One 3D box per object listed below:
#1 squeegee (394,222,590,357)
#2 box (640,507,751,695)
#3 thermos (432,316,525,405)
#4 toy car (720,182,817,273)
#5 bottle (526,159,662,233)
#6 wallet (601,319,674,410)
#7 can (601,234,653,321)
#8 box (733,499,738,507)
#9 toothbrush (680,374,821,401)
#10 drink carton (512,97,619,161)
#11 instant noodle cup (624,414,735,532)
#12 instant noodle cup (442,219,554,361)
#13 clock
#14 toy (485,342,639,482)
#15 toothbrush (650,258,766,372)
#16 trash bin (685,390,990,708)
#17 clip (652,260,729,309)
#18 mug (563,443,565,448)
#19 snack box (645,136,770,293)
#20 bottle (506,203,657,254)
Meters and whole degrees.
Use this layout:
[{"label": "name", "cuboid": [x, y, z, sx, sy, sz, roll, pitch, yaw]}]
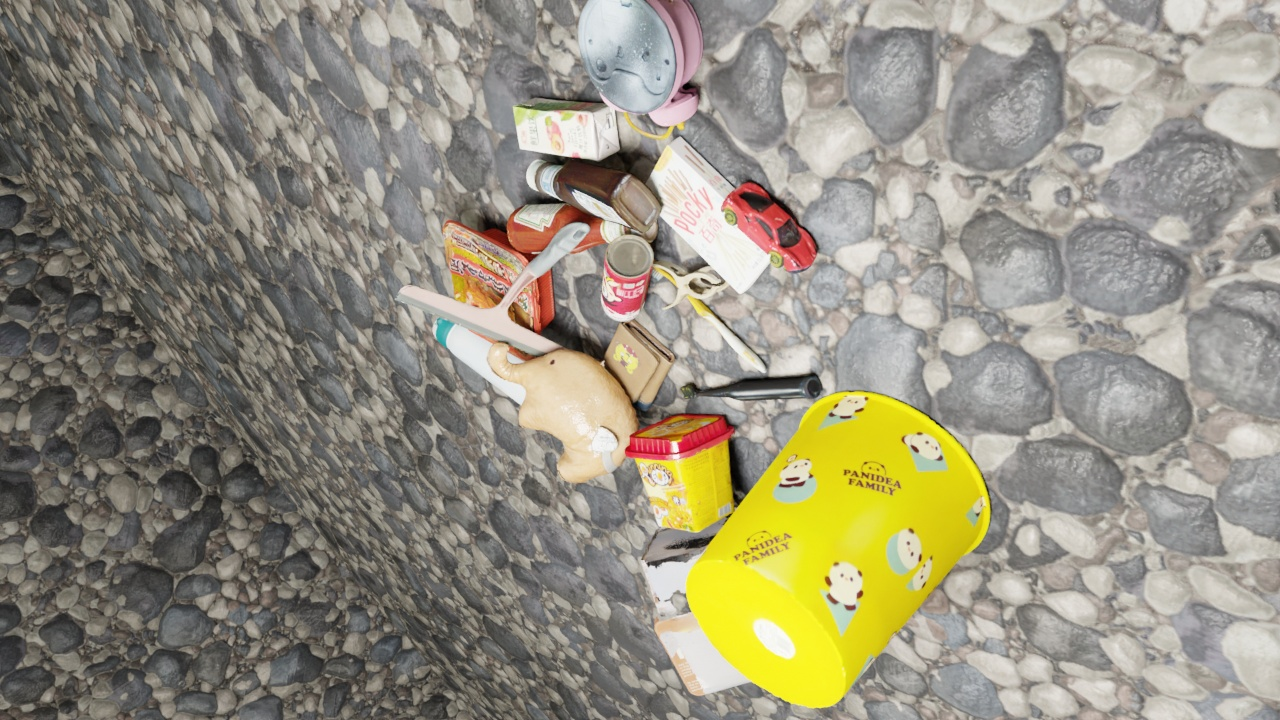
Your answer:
[{"label": "squeegee", "cuboid": [-0.129, -0.102, 1.105, 0.247, 0.040, 0.250, 24, 140, -26]}, {"label": "box", "cuboid": [0.119, 0.296, 1.124, 0.183, 0.156, 0.192, -17, 97, 14]}, {"label": "thermos", "cuboid": [-0.222, -0.003, 1.391, 0.224, 0.073, 0.073, 34, 143, 22]}, {"label": "toy car", "cuboid": [0.128, -0.130, 0.894, 0.106, 0.049, 0.031, 46, 147, 8]}, {"label": "bottle", "cuboid": [-0.061, -0.190, 1.013, 0.195, 0.044, 0.080, 26, 169, 47]}, {"label": "wallet", "cuboid": [-0.007, 0.007, 1.190, 0.090, 0.033, 0.116, 43, 141, 12]}, {"label": "can", "cuboid": [-0.017, -0.092, 1.058, 0.053, 0.053, 0.133, 43, 163, 10]}, {"label": "box", "cuboid": [0.096, 0.225, 1.274, 0.075, 0.080, 0.164, 14, 139, -3]}, {"label": "toothbrush", "cuboid": [0.121, 0.035, 1.076, 0.213, 0.026, 0.027, -5, 127, 51]}, {"label": "drink carton", "cuboid": [-0.082, -0.257, 1.012, 0.123, 0.045, 0.054, 18, 129, 37]}, {"label": "instant noodle cup", "cuboid": [0.057, 0.141, 1.149, 0.116, 0.115, 0.124, -1, 105, 49]}, {"label": "instant noodle cup", "cuboid": [-0.184, -0.099, 1.245, 0.164, 0.078, 0.189, 29, 139, 28]}, {"label": "clock", "cuboid": [0.004, -0.285, 0.880, 0.117, 0.059, 0.159, 26, 137, 30]}, {"label": "toy", "cuboid": [-0.098, 0.050, 1.194, 0.226, 0.143, 0.082, 51, -176, 1]}, {"label": "toothbrush", "cuboid": [0.073, -0.051, 1.055, 0.191, 0.016, 0.018, 45, 120, 8]}, {"label": "trash bin", "cuboid": [0.194, 0.194, 0.942, 0.230, 0.254, 0.230, 29, 140, 28]}, {"label": "clip", "cuboid": [0.058, -0.083, 1.018, 0.097, 0.034, 0.061, -1, 111, 42]}, {"label": "mug", "cuboid": [-0.080, 0.084, 1.312, 0.124, 0.084, 0.104, -130, 25, -51]}, {"label": "snack box", "cuboid": [0.074, -0.150, 0.956, 0.157, 0.026, 0.085, 45, 145, 6]}, {"label": "bottle", "cuboid": [-0.070, -0.156, 1.086, 0.206, 0.059, 0.060, 6, 127, 38]}]
